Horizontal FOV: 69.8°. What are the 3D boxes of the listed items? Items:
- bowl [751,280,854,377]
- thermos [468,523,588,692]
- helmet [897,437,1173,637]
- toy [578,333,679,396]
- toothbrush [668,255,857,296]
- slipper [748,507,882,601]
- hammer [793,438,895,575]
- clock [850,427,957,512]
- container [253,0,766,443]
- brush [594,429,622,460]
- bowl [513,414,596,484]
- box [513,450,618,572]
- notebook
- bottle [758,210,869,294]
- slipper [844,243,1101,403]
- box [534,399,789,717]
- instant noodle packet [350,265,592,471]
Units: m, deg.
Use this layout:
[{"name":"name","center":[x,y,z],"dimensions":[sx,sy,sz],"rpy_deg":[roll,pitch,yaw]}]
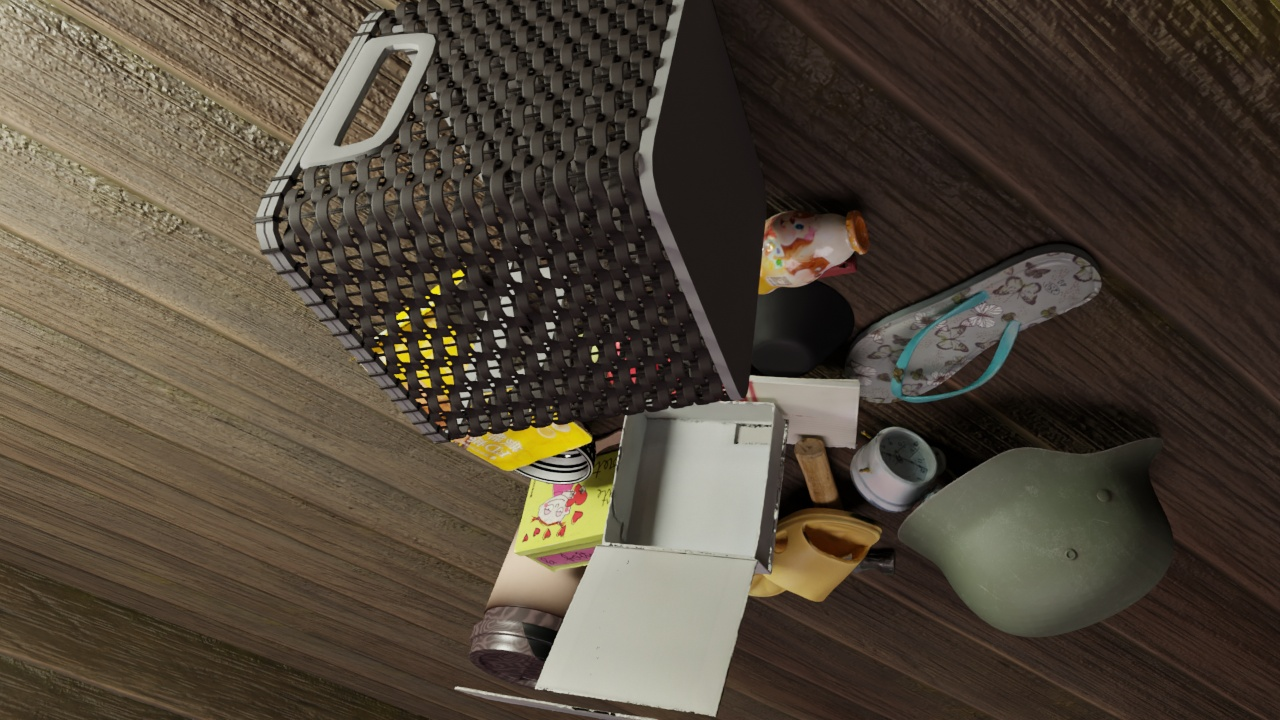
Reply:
[{"name":"bowl","center":[0.135,-0.019,0.862],"dimensions":[0.124,0.052,0.124],"rpy_deg":[10,145,7]},{"name":"thermos","center":[-0.130,0.328,1.294],"dimensions":[0.173,0.225,0.173],"rpy_deg":[10,145,7]},{"name":"helmet","center":[0.416,0.183,0.909],"dimensions":[0.268,0.153,0.227],"rpy_deg":[-33,148,14]},{"name":"toy","center":[-0.006,0.006,0.955],"dimensions":[0.135,0.045,0.092],"rpy_deg":[16,148,8]},{"name":"toothbrush","center":[0.100,-0.073,0.829],"dimensions":[0.190,0.016,0.016],"rpy_deg":[-7,-177,28]},{"name":"slipper","center":[0.191,0.256,1.141],"dimensions":[0.099,0.078,0.264],"rpy_deg":[27,143,-13]},{"name":"hammer","center":[0.230,0.185,1.119],"dimensions":[0.132,0.033,0.331],"rpy_deg":[1,147,22]},{"name":"clock","center":[0.284,0.120,0.979],"dimensions":[0.117,0.083,0.057],"rpy_deg":[19,139,-5]},{"name":"container","center":[-0.060,-0.107,0.650],"dimensions":[0.244,0.246,0.246],"rpy_deg":[-5,141,20]},{"name":"brush","center":[-0.064,0.106,1.149],"dimensions":[0.136,0.015,0.050],"rpy_deg":[-23,131,34]},{"name":"bowl","center":[-0.108,0.089,1.091],"dimensions":[0.120,0.066,0.120],"rpy_deg":[10,145,7]},{"name":"box","center":[-0.052,0.189,1.166],"dimensions":[0.222,0.124,0.079],"rpy_deg":[-20,135,41]},{"name":"notebook","center":[0.148,0.055,0.949],"dimensions":[0.153,0.012,0.209],"rpy_deg":[3,160,13]},{"name":"bottle","center":[0.130,-0.092,0.753],"dimensions":[0.109,0.063,0.063],"rpy_deg":[-11,138,31]},{"name":"slipper","center":[0.276,-0.017,0.816],"dimensions":[0.098,0.054,0.270],"rpy_deg":[29,141,-16]},{"name":"box","center":[0.023,0.214,0.845],"dimensions":[0.166,0.417,0.108],"rpy_deg":[0,142,23]},{"name":"instant noodle packet","center":[-0.170,0.028,0.976],"dimensions":[0.163,0.084,0.221],"rpy_deg":[-24,116,41]}]
